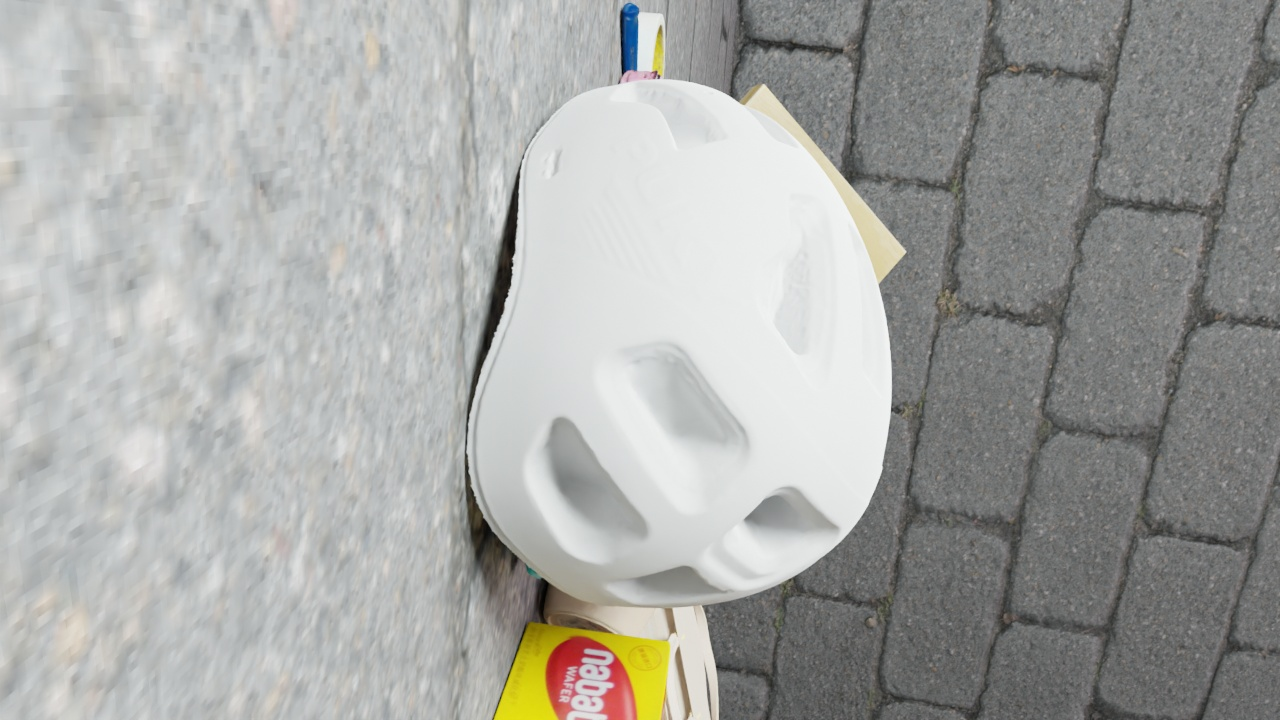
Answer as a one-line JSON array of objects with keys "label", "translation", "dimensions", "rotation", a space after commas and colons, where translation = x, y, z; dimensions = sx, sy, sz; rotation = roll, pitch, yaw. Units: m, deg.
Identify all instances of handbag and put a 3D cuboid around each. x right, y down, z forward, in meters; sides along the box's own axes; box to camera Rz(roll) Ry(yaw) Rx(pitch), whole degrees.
[{"label": "handbag", "translation": [0.014, 0.250, 0.748], "dimensions": [0.198, 0.101, 0.194], "rotation": [106, -27, -83]}]

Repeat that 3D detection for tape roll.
[{"label": "tape roll", "translation": [0.006, -0.242, 0.769], "dimensions": [0.094, 0.019, 0.094], "rotation": [8, 88, -84]}]

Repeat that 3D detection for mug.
[{"label": "mug", "translation": [-0.026, 0.147, 0.646], "dimensions": [0.112, 0.085, 0.104], "rotation": [-43, -160, 53]}]

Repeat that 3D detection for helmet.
[{"label": "helmet", "translation": [0.030, -0.019, 0.478], "dimensions": [0.224, 0.184, 0.281], "rotation": [54, 25, -44]}]

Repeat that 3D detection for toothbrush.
[{"label": "toothbrush", "translation": [-0.004, -0.196, 0.737], "dimensions": [0.190, 0.017, 0.016], "rotation": [88, 9, -51]}]

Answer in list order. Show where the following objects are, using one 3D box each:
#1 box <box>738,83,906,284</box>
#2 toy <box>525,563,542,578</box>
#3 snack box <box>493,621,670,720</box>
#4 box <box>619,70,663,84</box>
[{"label": "box", "translation": [0.137, -0.145, 0.993], "dimensions": [0.180, 0.248, 0.141], "rotation": [-22, -148, 48]}, {"label": "toy", "translation": [-0.036, 0.081, 0.544], "dimensions": [0.132, 0.062, 0.092], "rotation": [5, 84, -72]}, {"label": "snack box", "translation": [-0.040, 0.228, 0.489], "dimensions": [0.200, 0.092, 0.042], "rotation": [-72, 167, -62]}, {"label": "box", "translation": [0.007, -0.102, 0.649], "dimensions": [0.099, 0.080, 0.232], "rotation": [90, 9, -50]}]
